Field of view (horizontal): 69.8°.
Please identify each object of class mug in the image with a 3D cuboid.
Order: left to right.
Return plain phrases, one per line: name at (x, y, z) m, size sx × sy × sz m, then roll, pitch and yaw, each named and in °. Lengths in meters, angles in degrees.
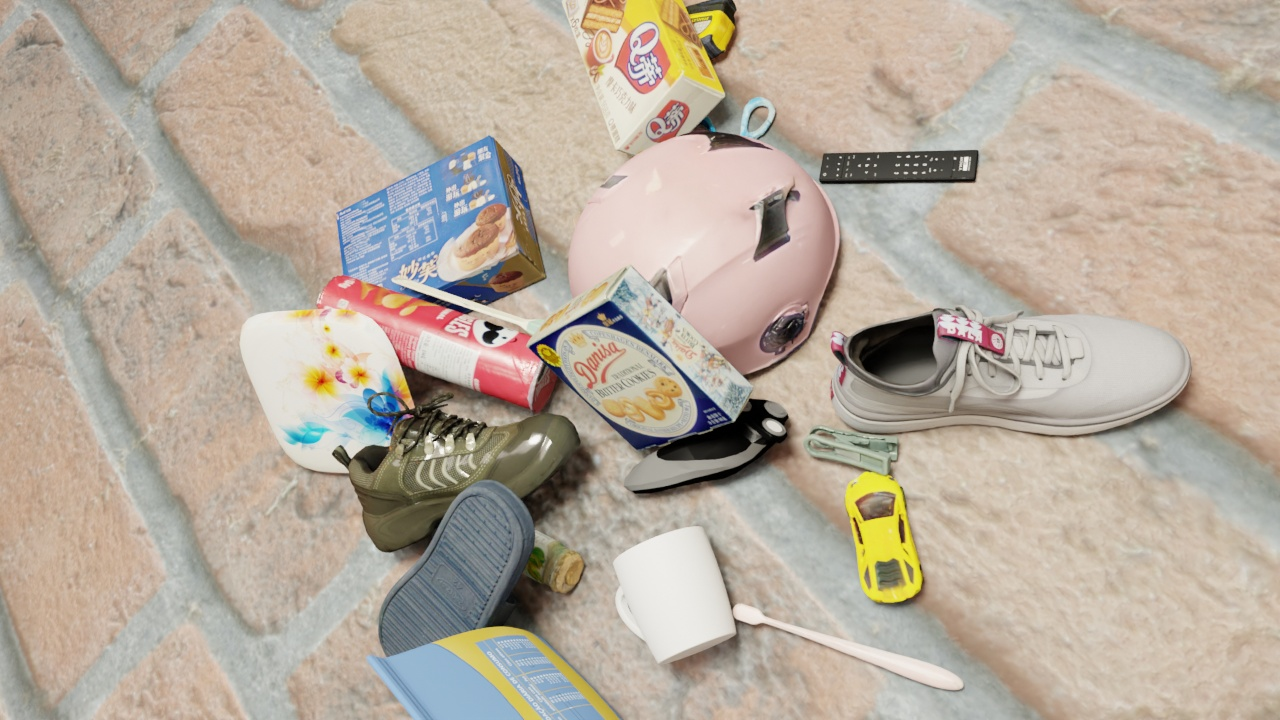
mug at (0.020, 0.200, 0.755) m, size 0.114 × 0.080 × 0.087 m, roll -42°, pitch 61°, yaw 39°

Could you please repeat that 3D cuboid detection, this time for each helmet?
helmet at (0.047, -0.106, 0.820) m, size 0.255 × 0.152 × 0.229 m, roll -29°, pitch 60°, yaw 7°

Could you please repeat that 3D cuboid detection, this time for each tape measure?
tape measure at (0.067, -0.346, 0.969) m, size 0.066 × 0.037 × 0.064 m, roll -2°, pitch 66°, yaw 37°

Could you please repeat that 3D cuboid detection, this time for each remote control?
remote control at (0.236, -0.178, 0.845) m, size 0.140 × 0.009 × 0.030 m, roll 5°, pitch 72°, yaw 25°

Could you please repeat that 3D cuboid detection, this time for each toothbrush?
toothbrush at (0.158, 0.223, 0.715) m, size 0.181 × 0.018 × 0.015 m, roll 12°, pitch 76°, yaw 24°

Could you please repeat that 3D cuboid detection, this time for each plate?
plate at (-0.310, 0.038, 0.912) m, size 0.187 × 0.187 × 0.016 m, roll -1°, pitch 27°, yaw 23°

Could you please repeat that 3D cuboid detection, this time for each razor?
razor at (0.053, 0.081, 0.796) m, size 0.156 × 0.060 × 0.057 m, roll -35°, pitch 16°, yaw 25°

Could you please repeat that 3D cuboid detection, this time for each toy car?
toy car at (0.191, 0.138, 0.726) m, size 0.049 × 0.030 × 0.106 m, roll -16°, pitch 63°, yaw 18°

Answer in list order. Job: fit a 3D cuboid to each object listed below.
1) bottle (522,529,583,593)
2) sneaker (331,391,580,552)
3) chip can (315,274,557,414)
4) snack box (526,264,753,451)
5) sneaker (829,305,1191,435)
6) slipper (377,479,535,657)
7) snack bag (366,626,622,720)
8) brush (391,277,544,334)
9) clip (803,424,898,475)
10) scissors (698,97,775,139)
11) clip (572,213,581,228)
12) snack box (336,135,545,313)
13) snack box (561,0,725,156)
bottle at (-0.105, 0.172, 0.833) m, size 0.111 × 0.043 × 0.043 m, roll 21°, pitch 79°, yaw 28°
sneaker at (-0.179, 0.071, 0.842) m, size 0.238 × 0.100 × 0.143 m, roll -24°, pitch 104°, yaw 18°
chip can at (-0.197, -0.018, 0.891) m, size 0.233 × 0.073 × 0.073 m, roll 18°, pitch 77°, yaw 10°
snack box at (-0.004, 0.004, 0.756) m, size 0.145 × 0.145 × 0.042 m, roll -25°, pitch 26°, yaw 55°
sneaker at (0.269, -0.003, 0.693) m, size 0.263 × 0.128 × 0.096 m, roll -4°, pitch 69°, yaw 20°
slipper at (-0.144, 0.194, 0.796) m, size 0.101 × 0.082 × 0.264 m, roll 44°, pitch 125°, yaw 16°
snack bag at (-0.102, 0.283, 0.691) m, size 0.159 × 0.205 × 0.102 m, roll 37°, pitch 86°, yaw 30°
brush at (-0.150, -0.049, 0.886) m, size 0.218 × 0.033 × 0.012 m, roll 18°, pitch 103°, yaw 19°
clip at (0.178, 0.069, 0.764) m, size 0.078 × 0.023 × 0.049 m, roll 18°, pitch 37°, yaw 38°
scissors at (0.081, -0.203, 0.923) m, size 0.114 × 0.013 × 0.140 m, roll 6°, pitch 75°, yaw 25°
clip at (-0.046, -0.134, 0.941) m, size 0.040 × 0.024 × 0.060 m, roll -29°, pitch 57°, yaw 10°
snack box at (-0.218, -0.125, 0.985) m, size 0.203 × 0.069 × 0.155 m, roll -23°, pitch 62°, yaw 14°
snack box at (-0.002, -0.329, 0.956) m, size 0.110 × 0.061 × 0.230 m, roll -40°, pitch 55°, yaw 36°
